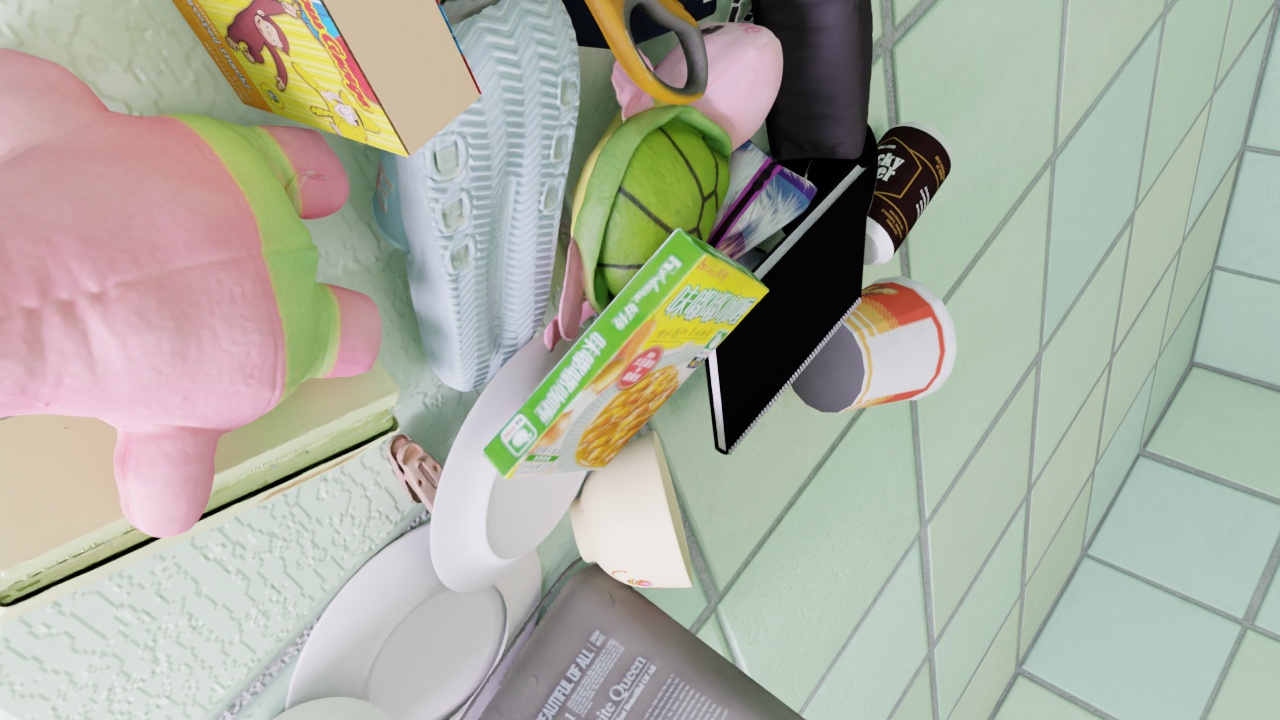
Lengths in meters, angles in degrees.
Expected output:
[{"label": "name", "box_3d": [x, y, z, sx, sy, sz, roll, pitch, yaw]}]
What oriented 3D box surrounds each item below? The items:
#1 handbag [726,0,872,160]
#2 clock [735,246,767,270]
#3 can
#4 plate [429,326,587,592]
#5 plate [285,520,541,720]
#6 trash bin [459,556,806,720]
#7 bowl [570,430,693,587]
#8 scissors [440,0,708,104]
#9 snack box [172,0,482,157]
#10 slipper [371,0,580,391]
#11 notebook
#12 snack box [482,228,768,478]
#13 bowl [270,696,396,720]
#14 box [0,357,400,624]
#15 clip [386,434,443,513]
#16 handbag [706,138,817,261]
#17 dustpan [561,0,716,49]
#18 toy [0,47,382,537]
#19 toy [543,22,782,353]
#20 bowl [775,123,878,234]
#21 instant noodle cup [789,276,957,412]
[{"label": "handbag", "box_3d": [0.110, -0.235, 0.661, 0.124, 0.115, 0.154, -66, 148, -42]}, {"label": "clock", "box_3d": [0.103, -0.049, 0.765, 0.129, 0.052, 0.090, -13, 119, -53]}, {"label": "can", "box_3d": [0.228, -0.153, 0.844, 0.128, 0.072, 0.072, -53, 142, -18]}, {"label": "plate", "box_3d": [-0.068, 0.069, 0.603, 0.188, 0.016, 0.189, -48, 151, -39]}, {"label": "plate", "box_3d": [-0.141, 0.202, 0.625, 0.208, 0.015, 0.209, -28, 129, -40]}, {"label": "trash bin", "box_3d": [0.016, 0.299, 0.688, 0.197, 0.220, 0.197, -54, 147, -18]}, {"label": "bowl", "box_3d": [-0.011, 0.118, 0.684, 0.074, 0.117, 0.118, -15, 132, 3]}, {"label": "scissors", "box_3d": [-0.018, -0.193, 0.424, 0.224, 0.016, 0.225, -55, 139, -25]}, {"label": "snack box", "box_3d": [-0.132, -0.138, 0.352, 0.040, 0.126, 0.088, -49, 140, -23]}, {"label": "slipper", "box_3d": [-0.094, -0.083, 0.481, 0.103, 0.074, 0.246, -41, 153, -38]}, {"label": "notebook", "box_3d": [0.119, -0.039, 0.719, 0.206, 0.016, 0.149, -45, 146, -27]}, {"label": "snack box", "box_3d": [-0.003, 0.003, 0.550, 0.168, 0.027, 0.131, -48, 160, 12]}, {"label": "bowl", "box_3d": [-0.189, 0.244, 0.536, 0.113, 0.063, 0.114, -16, 122, -28]}, {"label": "box", "box_3d": [-0.211, 0.039, 0.423, 0.187, 0.092, 0.083, -27, 94, -42]}, {"label": "clip", "box_3d": [-0.129, 0.071, 0.551, 0.024, 0.045, 0.062, -49, 155, -24]}, {"label": "handbag", "box_3d": [0.046, -0.069, 0.658, 0.170, 0.068, 0.144, -53, 177, 4]}, {"label": "dustpan", "box_3d": [-0.032, -0.289, 0.470, 0.272, 0.080, 0.237, -49, 146, -56]}, {"label": "toy", "box_3d": [-0.199, -0.022, 0.338, 0.236, 0.097, 0.192, -31, 109, -58]}, {"label": "toy", "box_3d": [0.009, -0.106, 0.558, 0.237, 0.088, 0.190, -59, 161, -17]}, {"label": "bowl", "box_3d": [0.141, -0.142, 0.756, 0.123, 0.052, 0.124, -28, 130, -40]}, {"label": "instant noodle cup", "box_3d": [0.211, -0.009, 0.872, 0.120, 0.123, 0.123, -15, 121, -38]}]
